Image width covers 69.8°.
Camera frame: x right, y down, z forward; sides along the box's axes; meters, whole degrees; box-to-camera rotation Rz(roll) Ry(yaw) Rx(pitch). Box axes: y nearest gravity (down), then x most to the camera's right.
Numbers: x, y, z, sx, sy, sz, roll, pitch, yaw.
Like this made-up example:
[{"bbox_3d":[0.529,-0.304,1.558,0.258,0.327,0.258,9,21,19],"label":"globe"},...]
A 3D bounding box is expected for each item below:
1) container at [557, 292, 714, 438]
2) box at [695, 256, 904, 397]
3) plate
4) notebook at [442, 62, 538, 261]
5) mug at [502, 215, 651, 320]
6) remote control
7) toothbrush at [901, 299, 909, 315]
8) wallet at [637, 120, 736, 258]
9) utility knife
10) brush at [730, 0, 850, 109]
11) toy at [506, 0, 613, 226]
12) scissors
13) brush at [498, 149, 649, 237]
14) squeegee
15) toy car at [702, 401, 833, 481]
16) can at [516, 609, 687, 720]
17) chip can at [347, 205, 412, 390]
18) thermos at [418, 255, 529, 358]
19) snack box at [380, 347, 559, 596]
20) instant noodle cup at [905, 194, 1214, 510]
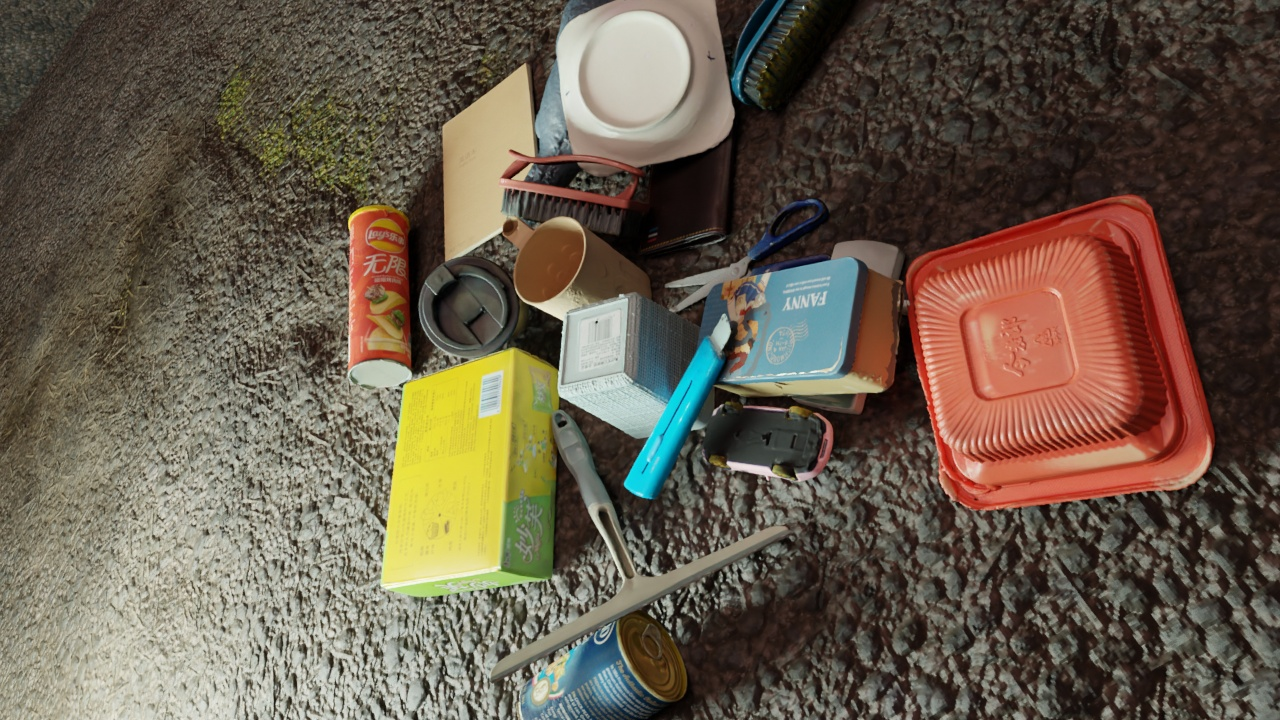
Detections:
[{"bbox_3d":[-0.005,0.004,0.763,0.090,0.111,0.089,-12,64,34],"label":"container"},{"bbox_3d":[0.117,-0.019,0.677,0.185,0.059,0.089,-11,66,58],"label":"box"},{"bbox_3d":[-0.003,-0.263,0.849,0.164,0.034,0.164,-11,87,18],"label":"plate"},{"bbox_3d":[-0.177,-0.229,1.068,0.150,0.012,0.211,-25,57,29],"label":"notebook"},{"bbox_3d":[-0.062,-0.081,0.850,0.084,0.103,0.124,-54,48,6],"label":"mug"},{"bbox_3d":[0.160,-0.027,0.706,0.056,0.019,0.135,11,80,41],"label":"remote control"},{"bbox_3d":[0.263,-0.037,0.634,0.188,0.016,0.017,5,66,39],"label":"toothbrush"},{"bbox_3d":[0.044,-0.159,0.859,0.097,0.020,0.122,-9,64,36],"label":"wallet"},{"bbox_3d":[0.032,0.038,0.713,0.034,0.018,0.166,48,118,48],"label":"utility knife"},{"bbox_3d":[0.128,-0.295,0.824,0.073,0.055,0.144,38,97,41],"label":"brush"},{"bbox_3d":[-0.059,-0.297,0.950,0.138,0.091,0.355,-1,69,41],"label":"toy"},{"bbox_3d":[0.093,-0.088,0.792,0.169,0.012,0.146,20,85,41],"label":"scissors"},{"bbox_3d":[-0.067,-0.160,0.862,0.146,0.063,0.069,13,99,19],"label":"brush"},{"bbox_3d":[-0.034,0.126,0.773,0.246,0.039,0.246,-26,40,-5],"label":"squeegee"},{"bbox_3d":[0.098,0.063,0.709,0.123,0.037,0.056,3,70,52],"label":"toy car"},{"bbox_3d":[-0.030,0.251,0.701,0.111,0.075,0.075,-40,51,19],"label":"can"},{"bbox_3d":[-0.302,-0.075,1.059,0.073,0.073,0.216,-25,57,28],"label":"chip can"},{"bbox_3d":[-0.151,-0.050,0.876,0.093,0.143,0.093,0,92,5],"label":"thermos"},{"bbox_3d":[-0.159,0.109,0.868,0.158,0.070,0.209,-16,62,32],"label":"snack box"},{"bbox_3d":[0.248,-0.003,0.577,0.165,0.079,0.188,-18,73,35],"label":"instant noodle cup"}]
